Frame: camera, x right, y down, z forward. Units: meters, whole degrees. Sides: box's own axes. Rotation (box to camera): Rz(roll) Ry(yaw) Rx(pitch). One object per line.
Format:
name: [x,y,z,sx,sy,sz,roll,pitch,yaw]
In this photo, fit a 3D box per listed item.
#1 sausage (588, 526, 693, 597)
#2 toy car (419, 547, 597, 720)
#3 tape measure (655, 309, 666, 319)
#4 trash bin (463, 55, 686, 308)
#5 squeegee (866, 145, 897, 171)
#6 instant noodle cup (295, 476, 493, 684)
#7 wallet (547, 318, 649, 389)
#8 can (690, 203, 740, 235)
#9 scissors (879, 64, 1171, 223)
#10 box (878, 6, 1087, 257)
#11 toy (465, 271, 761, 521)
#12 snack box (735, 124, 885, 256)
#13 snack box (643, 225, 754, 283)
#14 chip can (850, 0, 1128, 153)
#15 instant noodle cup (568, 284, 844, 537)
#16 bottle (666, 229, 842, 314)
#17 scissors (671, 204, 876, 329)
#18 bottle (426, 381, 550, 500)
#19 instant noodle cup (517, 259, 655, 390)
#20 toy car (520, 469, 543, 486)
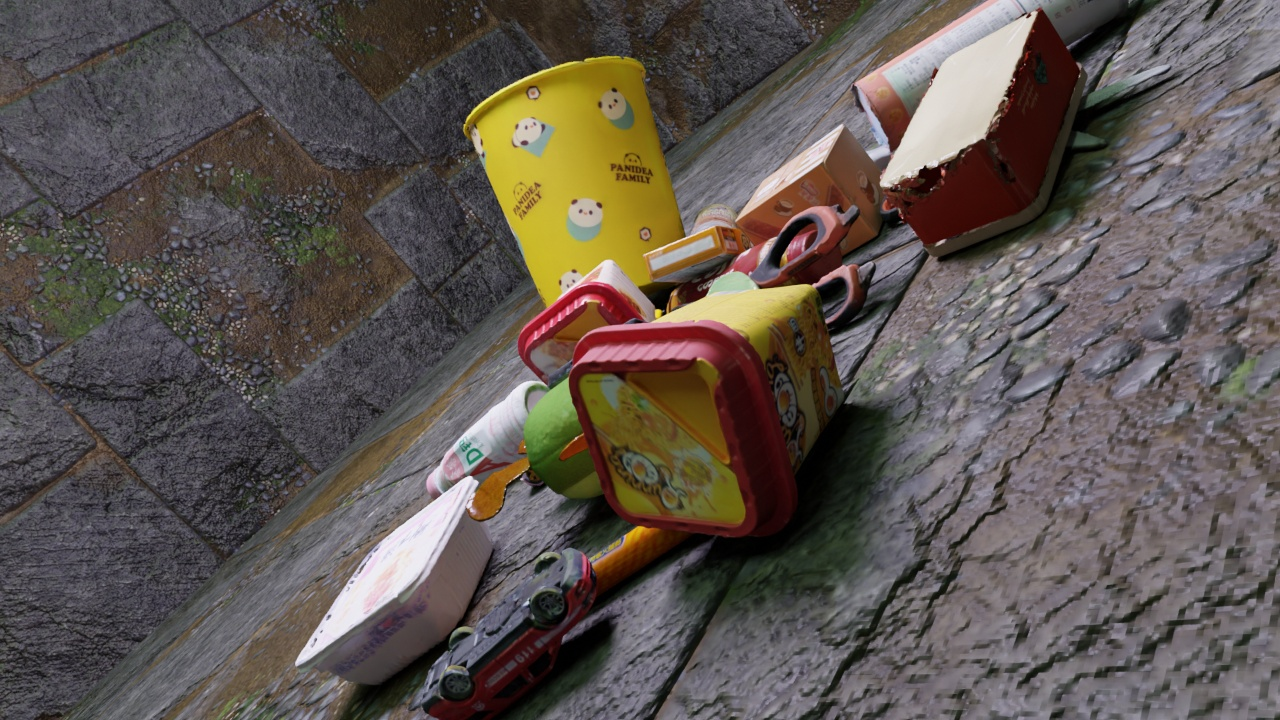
sausage: [-0.023,0.124,0.538,0.165,0.021,0.021,-36,13,19]
toy car: [-0.069,0.155,0.510,0.120,0.045,0.053,-44,14,9]
tape measure: [0.008,-0.026,0.959,0.060,0.029,0.057,-36,14,19]
trash bin: [-0.060,-0.193,1.100,0.229,0.255,0.229,-20,-1,-1]
squeegee: [0.203,-0.179,0.885,0.245,0.039,0.247,-47,14,-27]
instant noodle cup: [-0.181,0.181,0.730,0.138,0.060,0.173,-37,11,16]
wallet: [-0.004,0.004,0.749,0.097,0.019,0.120,-35,-29,27]
can: [0.088,-0.144,1.064,0.059,0.058,0.116,-37,12,18]
scissors: [0.265,-0.157,0.675,0.225,0.021,0.220,-37,18,26]
box: [0.221,-0.157,0.604,0.092,0.079,0.167,-21,30,50]
toy: [-0.010,0.036,0.655,0.247,0.090,0.226,-32,1,23]
snack box: [0.151,-0.132,0.785,0.095,0.077,0.092,-32,15,38]
snack box: [0.071,-0.093,0.831,0.075,0.026,0.153,-18,-5,28]
chip can: [0.289,-0.261,0.773,0.215,0.071,0.071,-30,14,11]
instant noodle cup: [0.044,0.018,0.492,0.116,0.116,0.123,-2,23,40]
bottle: [0.091,-0.061,0.758,0.057,0.057,0.175,-48,14,-33]
scissors: [0.088,-0.060,0.695,0.206,0.015,0.195,48,125,48]
bottle: [-0.156,0.093,0.954,0.197,0.068,0.068,-36,13,36]
instant noodle cup: [-0.040,-0.028,0.879,0.116,0.116,0.124,-36,20,22]
toy car: [-0.064,0.069,0.830,0.123,0.037,0.056,-49,8,23]
